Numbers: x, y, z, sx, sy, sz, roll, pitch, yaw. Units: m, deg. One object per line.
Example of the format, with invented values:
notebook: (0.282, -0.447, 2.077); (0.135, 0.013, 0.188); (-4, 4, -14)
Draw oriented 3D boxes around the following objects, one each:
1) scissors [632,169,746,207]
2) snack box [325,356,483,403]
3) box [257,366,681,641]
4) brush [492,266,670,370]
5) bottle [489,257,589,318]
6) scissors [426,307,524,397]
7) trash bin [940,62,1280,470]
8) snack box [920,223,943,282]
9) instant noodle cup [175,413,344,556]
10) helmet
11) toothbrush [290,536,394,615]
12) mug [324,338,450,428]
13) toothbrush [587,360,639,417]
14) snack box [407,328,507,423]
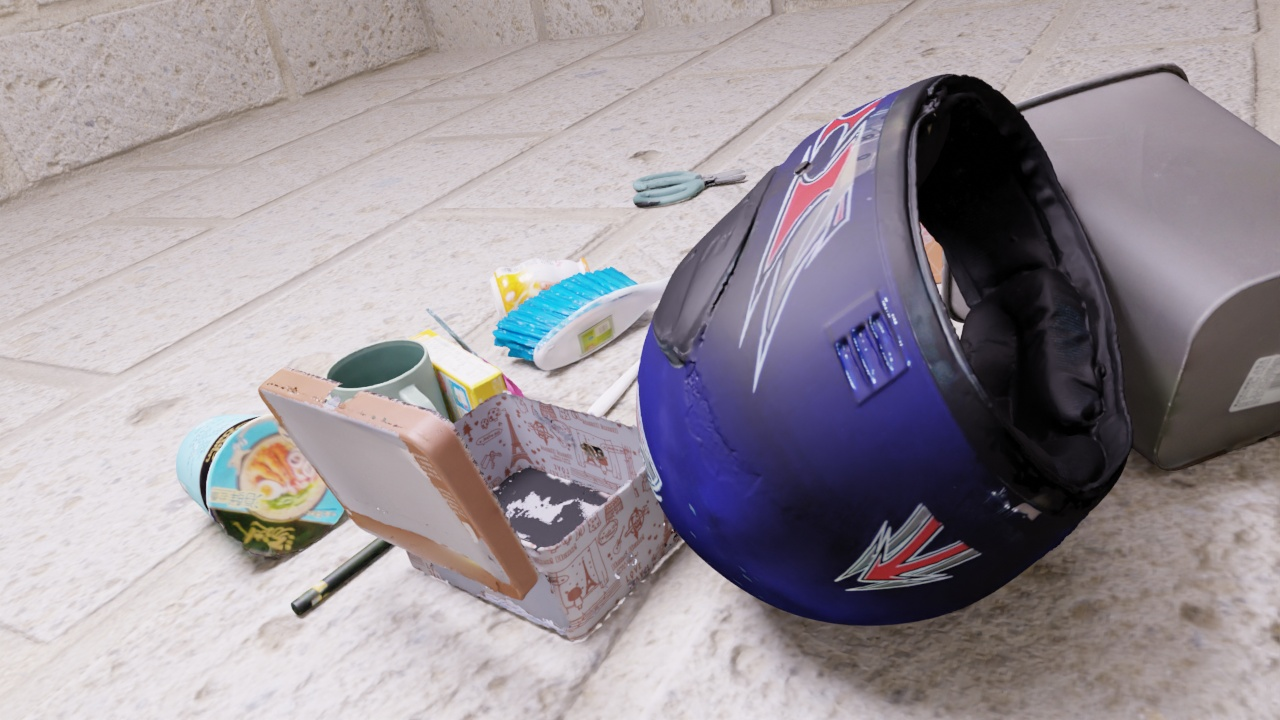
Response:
scissors: (0.066, -0.245, 1.301); (0.179, 0.019, 0.161); (0, 29, 18)
snack box: (-0.231, 0.034, 0.873); (0.086, 0.026, 0.156); (15, 38, 43)
box: (-0.093, 0.060, 0.597); (0.181, 0.218, 0.157); (11, 47, 40)
brush: (0.004, -0.072, 0.945); (0.313, 0.061, 0.109); (-33, 40, -29)
bottle: (-0.108, -0.082, 1.005); (0.108, 0.063, 0.063); (-17, 28, -9)
scissors: (-0.140, 0.001, 0.799); (0.017, 0.137, 0.072); (-43, 47, -6)
trash bin: (0.355, -0.061, 0.635); (0.199, 0.199, 0.219); (-18, 42, -8)
snack box: (0.243, -0.122, 0.925); (0.094, 0.077, 0.092); (-11, 27, 1)
instant noodle cup: (-0.306, 0.087, 0.727); (0.121, 0.111, 0.111); (7, 31, 46)
helmet: (0.123, -0.001, 0.544); (0.241, 0.247, 0.314); (-30, 30, 41)
toothbrush: (-0.185, 0.128, 0.690); (0.017, 0.012, 0.185); (4, 31, 40)
mug: (-0.188, 0.051, 0.734); (0.082, 0.106, 0.112); (-31, 32, -34)
toothbrush: (-0.005, 0.005, 0.848); (0.016, 0.016, 0.179); (2, 30, 29)
snack box: (-0.150, 0.033, 0.775); (0.033, 0.087, 0.140); (-30, 32, -29)
